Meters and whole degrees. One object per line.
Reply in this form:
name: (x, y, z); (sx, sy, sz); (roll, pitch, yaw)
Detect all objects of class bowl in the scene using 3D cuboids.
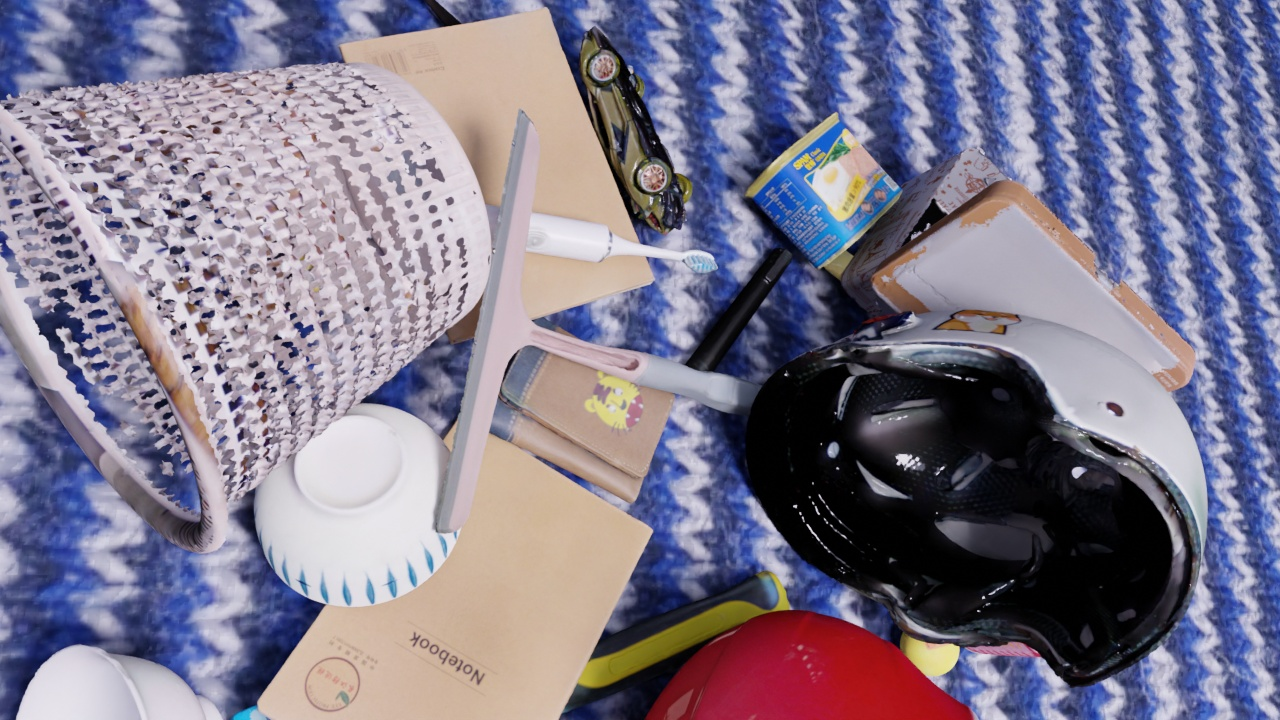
bowl: (-0.249, 0.198, 0.456); (0.064, 0.118, 0.118); (15, 65, -59)
bowl: (-0.158, 0.071, 0.514); (0.116, 0.066, 0.116); (5, 55, -7)

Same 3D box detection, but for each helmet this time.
helmet: (0.062, 0.236, 0.515); (0.240, 0.207, 0.144); (-40, 66, -1)
helmet: (0.219, 0.060, 0.587); (0.156, 0.275, 0.230); (-34, 117, -35)

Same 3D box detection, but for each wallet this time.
wallet: (-0.039, 0.032, 0.608); (0.115, 0.033, 0.090); (31, 58, -14)

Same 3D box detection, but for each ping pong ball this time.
ping pong ball: (0.206, 0.204, 0.654); (0.040, 0.040, 0.040); (6, 74, -20)

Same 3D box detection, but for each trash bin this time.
trash bin: (-0.192, -0.051, 0.456); (0.191, 0.228, 0.227); (-35, 90, -39)

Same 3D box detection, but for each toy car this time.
toy car: (-0.007, -0.165, 0.661); (0.042, 0.070, 0.158); (-24, 83, 16)

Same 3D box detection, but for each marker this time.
marker: (0.074, -0.034, 0.678); (0.020, 0.022, 0.131); (44, 64, -12)

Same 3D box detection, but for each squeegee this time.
squeegee: (-0.004, 0.003, 0.597); (0.249, 0.040, 0.247); (17, 77, -34)

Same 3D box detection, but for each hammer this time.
hammer: (-0.047, 0.197, 0.562); (0.322, 0.032, 0.126); (-16, 83, -24)

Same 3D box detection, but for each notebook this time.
notebook: (-0.096, 0.146, 0.538); (0.148, 0.008, 0.207); (32, 55, -2)
notebook: (-0.093, -0.130, 0.613); (0.149, 0.012, 0.211); (-19, 84, -24)

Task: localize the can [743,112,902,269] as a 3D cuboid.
can: (0.142, -0.129, 0.702); (0.083, 0.057, 0.101); (48, 53, 1)

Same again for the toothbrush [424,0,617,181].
toothbrush: (-0.097, -0.200, 0.653); (0.212, 0.027, 0.026); (48, 69, -4)

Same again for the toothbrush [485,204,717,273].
toothbrush: (-0.052, -0.080, 0.596); (0.220, 0.027, 0.026); (7, 38, -19)

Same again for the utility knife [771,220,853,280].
utility knife: (0.183, -0.063, 0.731); (0.206, 0.021, 0.030); (35, 61, -16)

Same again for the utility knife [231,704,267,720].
utility knife: (-0.183, 0.284, 0.484); (0.018, 0.034, 0.204); (-14, 82, -37)

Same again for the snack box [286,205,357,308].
snack box: (-0.146, -0.077, 0.600); (0.155, 0.027, 0.077); (-4, 77, -23)

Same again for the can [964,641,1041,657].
can: (0.273, 0.178, 0.658); (0.066, 0.094, 0.066); (6, 74, -20)

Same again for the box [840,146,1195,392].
box: (0.274, -0.062, 0.655); (0.183, 0.194, 0.156); (40, 66, -10)
